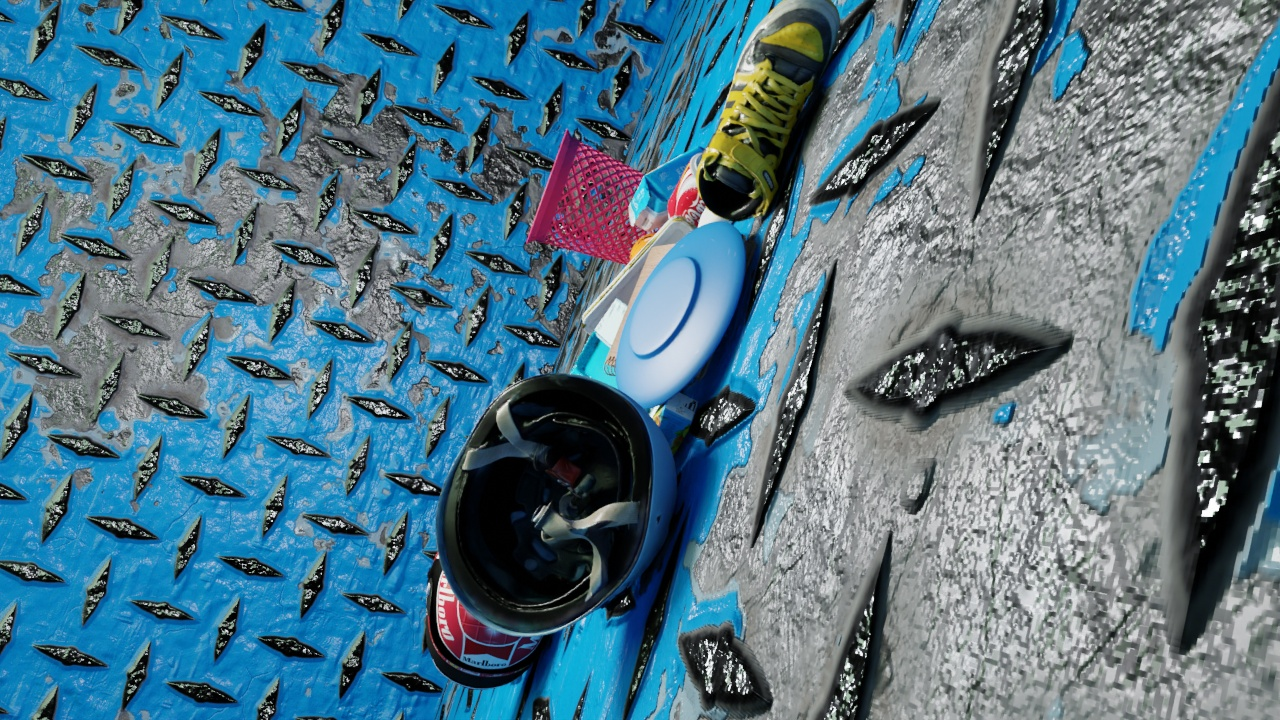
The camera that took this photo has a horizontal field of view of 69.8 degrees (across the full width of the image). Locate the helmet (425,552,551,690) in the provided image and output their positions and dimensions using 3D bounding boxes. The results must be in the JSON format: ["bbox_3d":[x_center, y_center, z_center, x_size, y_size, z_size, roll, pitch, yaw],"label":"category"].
[{"bbox_3d":[-0.219,0.357,1.359,0.225,0.197,0.270,142,138,-74],"label":"helmet"}]

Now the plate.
[{"bbox_3d":[0.031,-0.055,0.991,0.225,0.024,0.223,-43,32,35],"label":"plate"}]

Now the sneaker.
[{"bbox_3d":[0.123,-0.245,0.931,0.239,0.086,0.121,113,177,-47],"label":"sneaker"}]

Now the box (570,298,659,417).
[{"bbox_3d":[-0.008,0.005,1.126,0.182,0.039,0.227,-60,32,8],"label":"box"}]

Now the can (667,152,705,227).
[{"bbox_3d":[0.078,-0.222,1.223,0.105,0.064,0.064,122,165,-53],"label":"can"}]

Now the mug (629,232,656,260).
[{"bbox_3d":[0.035,-0.151,1.310,0.113,0.077,0.096,-58,12,14],"label":"mug"}]

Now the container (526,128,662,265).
[{"bbox_3d":[-0.040,-0.229,1.423,0.183,0.225,0.183,-162,91,-81],"label":"container"}]

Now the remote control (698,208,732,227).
[{"bbox_3d":[0.103,-0.188,1.129,0.139,0.025,0.060,127,160,-56],"label":"remote control"}]

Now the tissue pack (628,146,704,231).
[{"bbox_3d":[0.050,-0.249,1.325,0.144,0.061,0.093,-31,-10,-26],"label":"tissue pack"}]

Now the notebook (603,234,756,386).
[{"bbox_3d":[0.037,-0.055,1.036,0.211,0.022,0.169,6,72,63],"label":"notebook"}]

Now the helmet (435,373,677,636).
[{"bbox_3d":[-0.073,0.148,0.919,0.266,0.225,0.166,-50,-24,8],"label":"helmet"}]

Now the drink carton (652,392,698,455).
[{"bbox_3d":[0.020,0.089,0.984,0.129,0.038,0.044,-62,2,39],"label":"drink carton"}]

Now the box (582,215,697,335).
[{"bbox_3d":[0.004,-0.107,1.248,0.210,0.065,0.044,-46,17,20],"label":"box"}]
